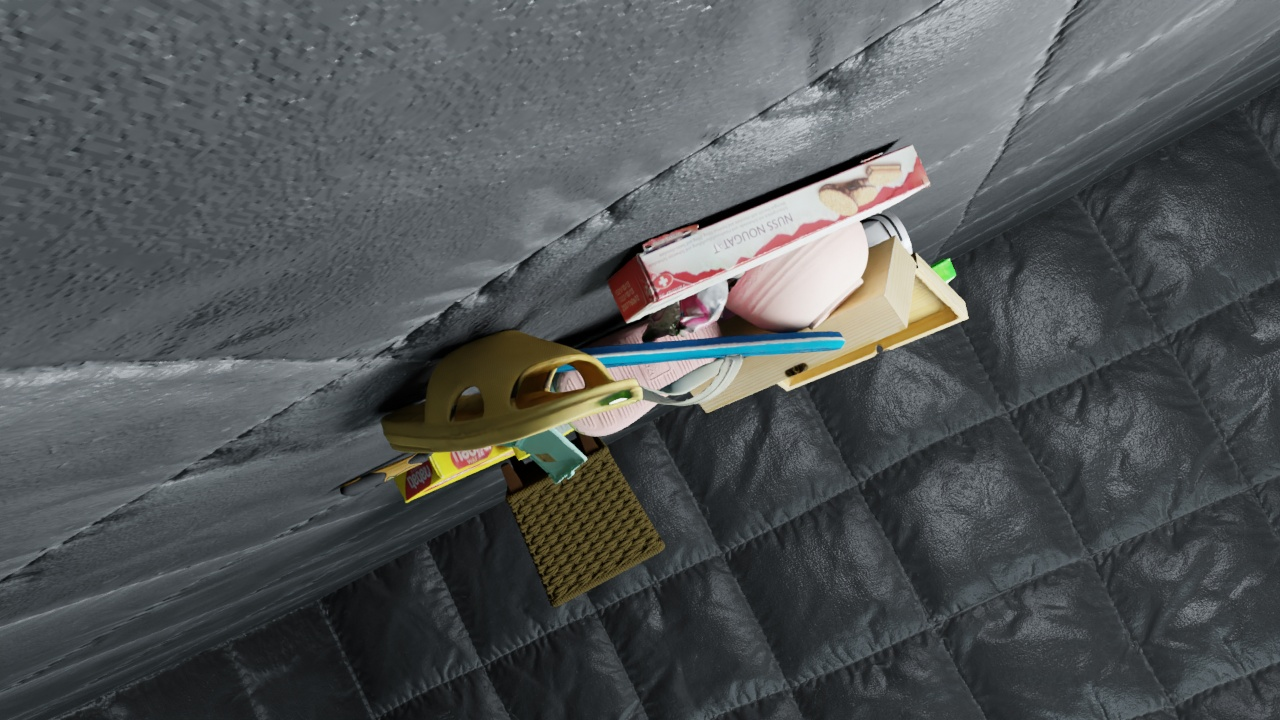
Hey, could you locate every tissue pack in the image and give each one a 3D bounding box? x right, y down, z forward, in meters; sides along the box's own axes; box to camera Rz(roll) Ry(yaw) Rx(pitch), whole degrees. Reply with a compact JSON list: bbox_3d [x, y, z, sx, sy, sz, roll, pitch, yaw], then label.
[{"bbox_3d":[0.324,-0.075,1.131,0.099,0.034,0.114,-29,169,-25],"label":"tissue pack"}]

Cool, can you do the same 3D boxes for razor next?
[{"bbox_3d":[-0.273,0.118,1.042,0.144,0.021,0.044,-25,173,-6],"label":"razor"}]

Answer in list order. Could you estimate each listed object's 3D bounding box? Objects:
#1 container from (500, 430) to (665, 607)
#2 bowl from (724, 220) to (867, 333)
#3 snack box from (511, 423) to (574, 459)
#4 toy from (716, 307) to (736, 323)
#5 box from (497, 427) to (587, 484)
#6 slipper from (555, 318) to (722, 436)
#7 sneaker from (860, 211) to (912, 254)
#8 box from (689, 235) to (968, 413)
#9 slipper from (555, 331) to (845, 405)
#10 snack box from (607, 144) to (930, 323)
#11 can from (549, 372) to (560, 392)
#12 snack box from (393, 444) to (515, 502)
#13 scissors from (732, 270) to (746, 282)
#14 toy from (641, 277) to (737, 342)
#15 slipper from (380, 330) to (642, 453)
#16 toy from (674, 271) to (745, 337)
[{"bbox_3d":[-0.106,0.207,1.403,0.176,0.205,0.321,-27,-176,-6],"label":"container"},{"bbox_3d":[0.160,-0.078,0.871,0.153,0.076,0.153,-41,172,-8],"label":"bowl"},{"bbox_3d":[-0.102,0.061,1.105,0.149,0.061,0.025,-30,174,26],"label":"snack box"},{"bbox_3d":[0.091,-0.030,1.168,0.158,0.067,0.123,-35,170,27],"label":"toy"},{"bbox_3d":[-0.127,0.083,0.984,0.138,0.055,0.187,20,163,-9],"label":"box"},{"bbox_3d":[-0.006,0.006,0.987,0.197,0.093,0.082,-32,-175,-15],"label":"slipper"},{"bbox_3d":[0.248,-0.102,1.134,0.097,0.091,0.245,-26,175,-8],"label":"sneaker"},{"bbox_3d":[0.205,-0.036,1.031,0.248,0.118,0.252,-25,165,34],"label":"box"},{"bbox_3d":[0.047,0.009,0.876,0.295,0.060,0.118,-4,-178,5],"label":"slipper"},{"bbox_3d":[0.105,-0.105,0.730,0.272,0.044,0.077,-24,179,-22],"label":"snack box"},{"bbox_3d":[-0.099,0.041,1.032,0.043,0.044,0.107,-21,171,-48],"label":"can"},{"bbox_3d":[-0.211,0.118,1.178,0.092,0.042,0.200,-32,173,39],"label":"snack box"},{"bbox_3d":[0.131,-0.109,0.925,0.125,0.013,0.127,-21,172,-44],"label":"scissors"},{"bbox_3d":[0.037,-0.048,0.903,0.095,0.041,0.109,-38,-176,-33],"label":"toy"},{"bbox_3d":[-0.115,0.022,0.695,0.264,0.078,0.099,-10,-172,45],"label":"slipper"},{"bbox_3d":[0.056,-0.070,0.809,0.102,0.050,0.065,-54,-168,-6],"label":"toy"}]
